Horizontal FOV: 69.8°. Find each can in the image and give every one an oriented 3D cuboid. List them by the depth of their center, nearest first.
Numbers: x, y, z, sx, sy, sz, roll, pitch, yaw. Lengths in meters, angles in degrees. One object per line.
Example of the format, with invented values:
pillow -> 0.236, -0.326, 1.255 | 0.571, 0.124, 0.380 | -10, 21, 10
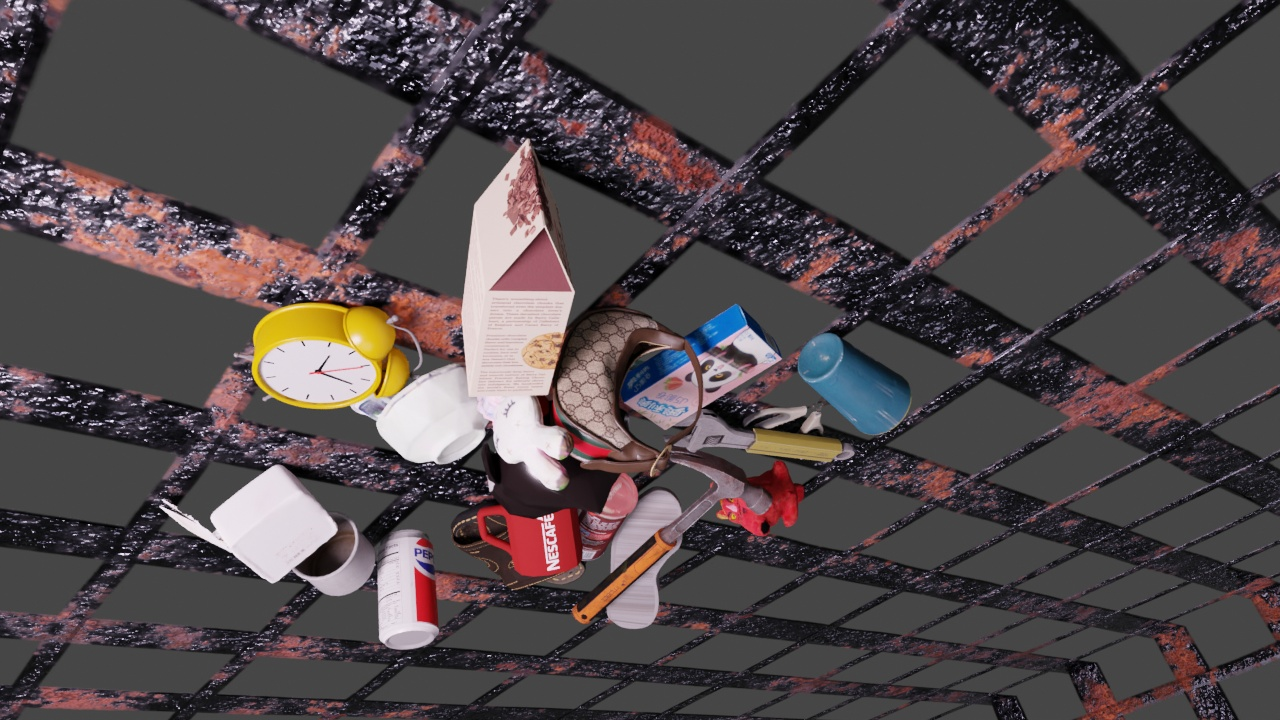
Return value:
can -> -0.290, 0.284, 1.141 | 0.070, 0.132, 0.070 | -9, 144, -7

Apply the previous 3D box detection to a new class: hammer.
hammer -> 0.009, 0.231, 1.162 | 0.137, 0.035, 0.315 | 36, 115, -16

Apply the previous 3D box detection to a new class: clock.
clock -> -0.275, -0.003, 0.826 | 0.152, 0.052, 0.114 | -7, 144, -3

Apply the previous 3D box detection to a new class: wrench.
wrench -> 0.149, 0.095, 1.098 | 0.273, 0.018, 0.084 | 9, 144, -26

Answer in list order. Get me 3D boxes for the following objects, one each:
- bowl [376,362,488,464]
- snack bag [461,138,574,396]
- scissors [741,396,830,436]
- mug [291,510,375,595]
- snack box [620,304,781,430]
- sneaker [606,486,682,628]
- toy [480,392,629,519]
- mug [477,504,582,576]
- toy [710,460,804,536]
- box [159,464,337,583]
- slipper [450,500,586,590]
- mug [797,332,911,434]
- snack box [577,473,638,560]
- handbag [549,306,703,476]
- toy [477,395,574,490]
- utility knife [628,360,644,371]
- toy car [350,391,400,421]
bowl -> -0.189, 0.060, 0.891 | 0.117, 0.061, 0.117 | -33, 162, -12
snack bag -> -0.101, -0.069, 0.752 | 0.069, 0.094, 0.207 | -1, 143, -17
scissors -> 0.202, 0.066, 1.105 | 0.171, 0.012, 0.158 | -14, 145, 0
mug -> -0.377, 0.226, 1.090 | 0.113, 0.084, 0.071 | 17, 151, 17
snack box -> 0.060, 0.009, 0.953 | 0.154, 0.033, 0.088 | -33, 143, 17
sneaker -> 0.002, 0.251, 1.248 | 0.099, 0.089, 0.237 | 9, 119, -8
toy -> -0.095, 0.115, 0.955 | 0.158, 0.140, 0.185 | -14, 163, -29
mug -> -0.130, 0.193, 1.080 | 0.116, 0.080, 0.097 | -8, 110, -5
toy -> 0.160, 0.176, 1.215 | 0.132, 0.088, 0.094 | -7, -179, -41
box -> -0.441, 0.174, 1.007 | 0.151, 0.132, 0.107 | -40, 147, -17
slipper -> -0.151, 0.254, 1.194 | 0.113, 0.075, 0.268 | -24, 143, 14
mug -> 0.230, 0.022, 1.001 | 0.078, 0.078, 0.121 | -36, 131, 28
snack box -> -0.056, 0.192, 1.145 | 0.072, 0.072, 0.122 | 3, 143, -22
handbag -> -0.011, 0.030, 0.852 | 0.138, 0.166, 0.063 | 11, 143, 2
toy -> -0.107, 0.065, 0.830 | 0.037, 0.123, 0.079 | -24, 139, -42
utility knife -> -0.006, 0.006, 0.957 | 0.141, 0.015, 0.022 | 11, 137, -34
toy car -> -0.249, 0.050, 0.925 | 0.039, 0.027, 0.089 | -35, 139, 24
